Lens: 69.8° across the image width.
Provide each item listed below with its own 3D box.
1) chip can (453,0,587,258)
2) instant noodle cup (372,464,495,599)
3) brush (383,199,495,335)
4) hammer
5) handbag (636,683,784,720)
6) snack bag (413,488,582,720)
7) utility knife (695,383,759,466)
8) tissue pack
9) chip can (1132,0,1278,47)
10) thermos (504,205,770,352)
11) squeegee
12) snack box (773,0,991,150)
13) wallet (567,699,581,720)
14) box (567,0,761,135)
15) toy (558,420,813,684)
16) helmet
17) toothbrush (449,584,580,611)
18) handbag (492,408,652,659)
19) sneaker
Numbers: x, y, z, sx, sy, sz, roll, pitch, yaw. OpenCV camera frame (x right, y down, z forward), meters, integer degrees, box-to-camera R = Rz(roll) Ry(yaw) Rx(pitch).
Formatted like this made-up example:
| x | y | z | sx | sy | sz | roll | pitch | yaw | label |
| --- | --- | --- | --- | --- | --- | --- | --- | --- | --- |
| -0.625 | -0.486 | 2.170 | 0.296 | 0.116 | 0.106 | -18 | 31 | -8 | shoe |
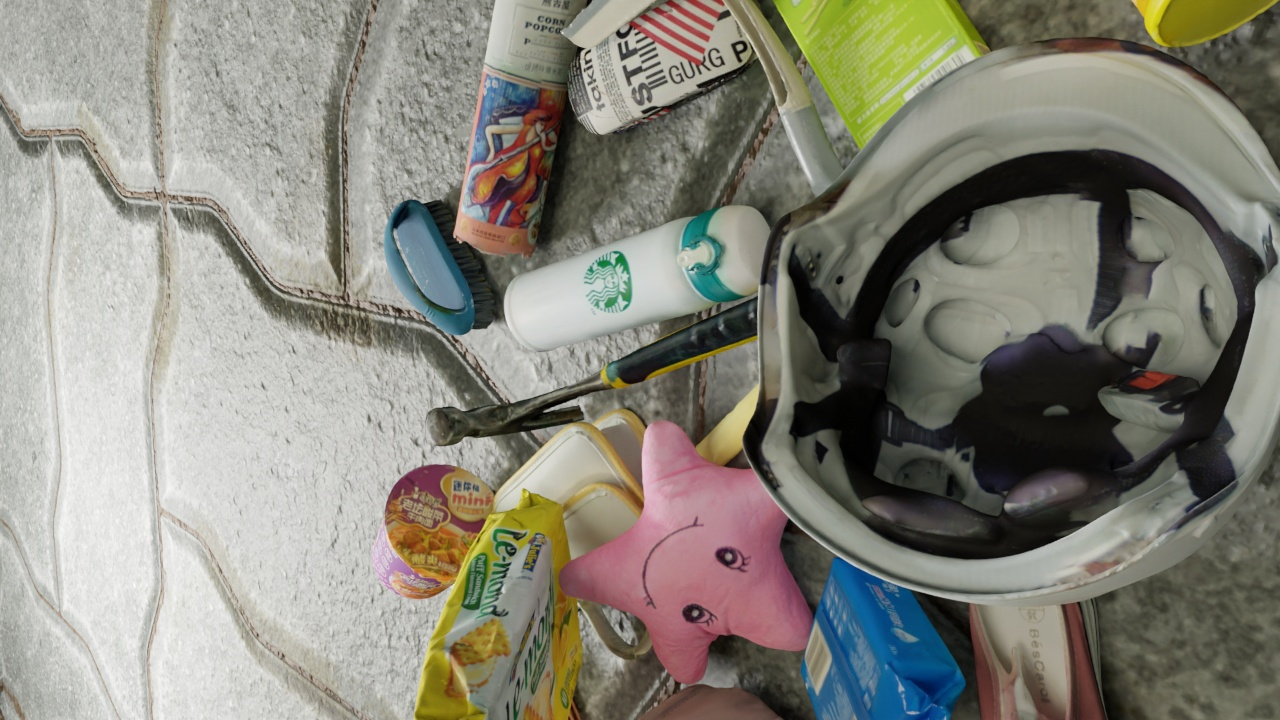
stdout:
| x | y | z | sx | sy | sz | roll | pitch | yaw | label |
| --- | --- | --- | --- | --- | --- | --- | --- | --- | --- |
| -0.096 | -0.193 | 0.722 | 0.071 | 0.071 | 0.215 | 32 | 118 | 35 | chip can |
| -0.196 | 0.166 | 0.852 | 0.099 | 0.111 | 0.111 | -46 | 65 | 45 | instant noodle cup |
| -0.188 | -0.084 | 0.823 | 0.055 | 0.073 | 0.143 | -48 | 65 | 42 | brush |
| -0.004 | 0.004 | 0.648 | 0.324 | 0.126 | 0.032 | -22 | 80 | 35 | hammer |
| 0.025 | 0.360 | 0.628 | 0.093 | 0.192 | 0.234 | 15 | 116 | 42 | handbag |
| -0.096 | 0.220 | 0.633 | 0.068 | 0.246 | 0.158 | -2 | 115 | 8 | snack bag |
| 0.082 | 0.029 | 0.629 | 0.152 | 0.018 | 0.031 | -47 | 61 | 34 | utility knife |
| 0.139 | 0.186 | 0.534 | 0.157 | 0.052 | 0.095 | -102 | 23 | -69 | tissue pack |
| 0.209 | -0.242 | 0.409 | 0.072 | 0.072 | 0.213 | -40 | 59 | 39 | chip can |
| -0.005 | -0.056 | 0.657 | 0.225 | 0.073 | 0.073 | -12 | 88 | 43 | thermos |
| 0.088 | -0.155 | 0.549 | 0.247 | 0.039 | 0.246 | -23 | 100 | 53 | squeegee |
| 0.140 | -0.190 | 0.534 | 0.086 | 0.026 | 0.156 | -39 | 71 | 40 | snack box |
| -0.099 | 0.335 | 0.831 | 0.131 | 0.035 | 0.119 | -44 | 67 | 39 | wallet |
| 0.010 | -0.205 | 0.629 | 0.165 | 0.064 | 0.074 | -17 | 70 | 43 | box |
| 0.053 | 0.135 | 0.628 | 0.178 | 0.074 | 0.195 | 34 | 106 | 6 | toy |
| 0.182 | -0.004 | 0.434 | 0.229 | 0.146 | 0.258 | 0 | 64 | 36 | helmet |
| -0.126 | 0.217 | 0.849 | 0.192 | 0.018 | 0.016 | -3 | 94 | 43 | toothbrush |
| -0.033 | 0.148 | 0.728 | 0.164 | 0.063 | 0.178 | -42 | 72 | 40 | handbag |
| 0.214 | 0.221 | 0.486 | 0.118 | 0.087 | 0.241 | -12 | 87 | 43 | sneaker |
